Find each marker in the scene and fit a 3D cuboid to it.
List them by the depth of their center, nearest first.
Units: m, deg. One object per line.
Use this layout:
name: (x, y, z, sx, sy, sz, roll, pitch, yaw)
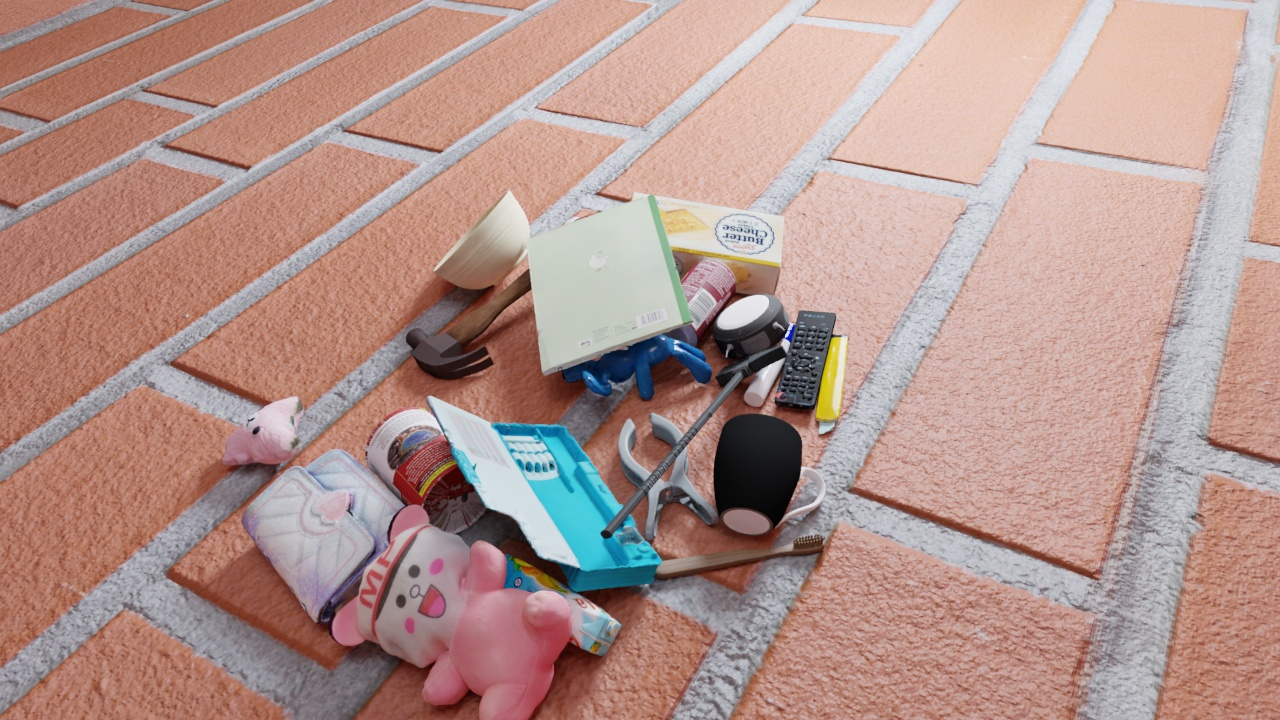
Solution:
marker: (0.154, 0.002, 1.076, 0.027, 0.023, 0.132, 44, 47, -10)

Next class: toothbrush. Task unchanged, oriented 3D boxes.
toothbrush: (0.094, 0.186, 0.873, 0.167, 0.016, 0.016, -9, 39, -3)

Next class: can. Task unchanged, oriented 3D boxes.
can: (-0.217, 0.112, 0.944, 0.086, 0.087, 0.116, -32, 47, -28)
can: (0.068, -0.069, 1.131, 0.063, 0.063, 0.113, 21, 56, 28)

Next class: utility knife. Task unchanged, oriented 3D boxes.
utility knife: (0.218, 0.024, 1.050, 0.031, 0.017, 0.162, -8, 36, 26)

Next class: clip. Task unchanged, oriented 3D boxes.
clip: (0.037, 0.113, 0.958, 0.107, 0.028, 0.163, -12, 41, -5)

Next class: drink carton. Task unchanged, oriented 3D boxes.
drink carton: (-0.077, 0.221, 0.829, 0.129, 0.044, 0.038, 24, 76, 31)

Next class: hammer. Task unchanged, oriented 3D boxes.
hammer: (0.054, 0.076, 0.933, 0.095, 0.015, 0.323, -25, 13, 42)
hammer: (-0.156, -0.092, 1.184, 0.115, 0.033, 0.322, 30, 62, 36)

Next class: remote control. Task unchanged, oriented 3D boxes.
remote control: (0.194, 0.000, 1.069, 0.047, 0.022, 0.149, 7, 48, 20)

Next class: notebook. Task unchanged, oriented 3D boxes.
notebook: (-0.046, -0.100, 1.117, 0.182, 0.010, 0.252, -20, 45, 6)

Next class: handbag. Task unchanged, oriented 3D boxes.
handbag: (-0.304, 0.168, 0.906, 0.126, 0.069, 0.159, -35, 50, -28)

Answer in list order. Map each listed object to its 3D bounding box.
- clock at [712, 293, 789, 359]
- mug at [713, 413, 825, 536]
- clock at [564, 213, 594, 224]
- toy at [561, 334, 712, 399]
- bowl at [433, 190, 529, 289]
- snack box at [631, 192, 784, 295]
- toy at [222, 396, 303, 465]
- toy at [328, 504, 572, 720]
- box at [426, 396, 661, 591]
clock: (0.130, -0.046, 1.101, 0.091, 0.044, 0.122, -26, 26, 11)
mug: (0.127, 0.123, 0.905, 0.119, 0.085, 0.100, 24, 52, -10)
clock: (-0.066, -0.165, 1.286, 0.138, 0.048, 0.096, 5, 41, 11)
toy: (-0.006, 0.006, 1.063, 0.176, 0.071, 0.112, -7, 29, -1)
bowl: (-0.202, -0.150, 1.242, 0.151, 0.075, 0.150, -42, 17, 16)
snack box: (0.081, -0.152, 1.208, 0.208, 0.058, 0.104, 9, 50, 2)
toy: (-0.425, 0.087, 1.031, 0.096, 0.053, 0.099, -22, 38, 1)
toy: (-0.164, 0.222, 0.800, 0.213, 0.084, 0.142, 20, 81, 23)
box: (-0.103, 0.127, 0.881, 0.185, 0.056, 0.227, 16, 22, -40)
